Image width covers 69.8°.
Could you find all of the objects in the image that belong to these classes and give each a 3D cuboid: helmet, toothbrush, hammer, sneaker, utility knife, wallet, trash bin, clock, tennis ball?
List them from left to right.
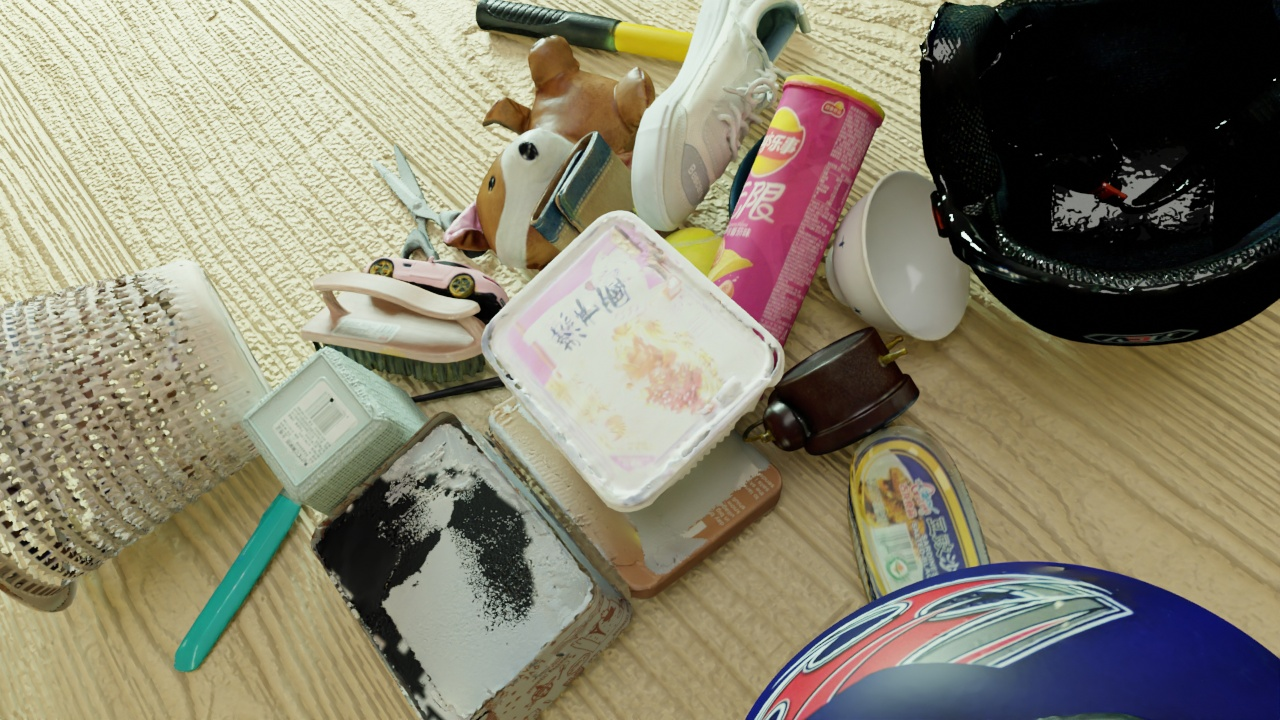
[{"bbox_3d":[-0.376,0.032,0.655,0.191,0.228,0.227,-28,58,-18],"label":"trash bin"},{"bbox_3d":[-0.290,0.155,0.668,0.029,0.013,0.151,20,70,25],"label":"utility knife"},{"bbox_3d":[-0.135,0.025,0.703,0.181,0.016,0.018,-14,65,6],"label":"toothbrush"},{"bbox_3d":[-0.022,-0.100,0.690,0.033,0.115,0.090,3,57,47],"label":"wallet"},{"bbox_3d":[-0.021,-0.299,0.848,0.301,0.033,0.128,18,65,21],"label":"hammer"},{"bbox_3d":[0.039,-0.066,0.683,0.065,0.065,0.065,-6,60,10],"label":"tennis ball"},{"bbox_3d":[0.069,-0.193,0.700,0.091,0.089,0.241,7,58,26],"label":"sneaker"},{"bbox_3d":[0.121,0.025,0.600,0.122,0.082,0.055,-30,93,16],"label":"clock"},{"bbox_3d":[0.146,0.226,0.397,0.315,0.247,0.240,-33,55,6],"label":"helmet"},{"bbox_3d":[0.300,-0.120,0.557,0.234,0.230,0.274,0,59,30],"label":"helmet"}]

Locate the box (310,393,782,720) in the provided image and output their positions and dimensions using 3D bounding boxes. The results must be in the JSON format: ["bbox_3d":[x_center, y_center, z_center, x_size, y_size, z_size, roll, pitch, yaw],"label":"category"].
[{"bbox_3d":[-0.057,0.098,0.605,0.260,0.105,0.178,-42,60,-5],"label":"box"}]

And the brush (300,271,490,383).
[{"bbox_3d":[-0.183,-0.026,0.702,0.146,0.073,0.063,10,36,18],"label":"brush"}]

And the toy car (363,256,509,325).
[{"bbox_3d":[-0.162,-0.059,0.731,0.122,0.056,0.037,11,64,16],"label":"toy car"}]

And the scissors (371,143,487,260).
[{"bbox_3d":[-0.198,-0.130,0.805,0.168,0.014,0.156,12,64,19],"label":"scissors"}]

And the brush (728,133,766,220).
[{"bbox_3d":[0.106,-0.129,0.708,0.073,0.055,0.143,9,64,17],"label":"brush"}]

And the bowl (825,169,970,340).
[{"bbox_3d":[0.170,-0.068,0.645,0.065,0.118,0.118,-11,50,51],"label":"bowl"}]

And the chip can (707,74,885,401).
[{"bbox_3d":[0.091,-0.081,0.625,0.071,0.071,0.210,25,96,24],"label":"chip can"}]

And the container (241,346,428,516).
[{"bbox_3d":[-0.201,0.057,0.635,0.090,0.111,0.090,-43,67,-5],"label":"container"}]

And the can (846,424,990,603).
[{"bbox_3d":[0.169,0.114,0.561,0.075,0.049,0.148,-11,59,6],"label":"can"}]

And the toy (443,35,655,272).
[{"bbox_3d":[-0.066,-0.155,0.733,0.140,0.130,0.199,24,78,13],"label":"toy"}]

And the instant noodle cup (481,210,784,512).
[{"bbox_3d":[-0.003,0.003,0.579,0.138,0.060,0.173,-44,57,-1],"label":"instant noodle cup"}]
